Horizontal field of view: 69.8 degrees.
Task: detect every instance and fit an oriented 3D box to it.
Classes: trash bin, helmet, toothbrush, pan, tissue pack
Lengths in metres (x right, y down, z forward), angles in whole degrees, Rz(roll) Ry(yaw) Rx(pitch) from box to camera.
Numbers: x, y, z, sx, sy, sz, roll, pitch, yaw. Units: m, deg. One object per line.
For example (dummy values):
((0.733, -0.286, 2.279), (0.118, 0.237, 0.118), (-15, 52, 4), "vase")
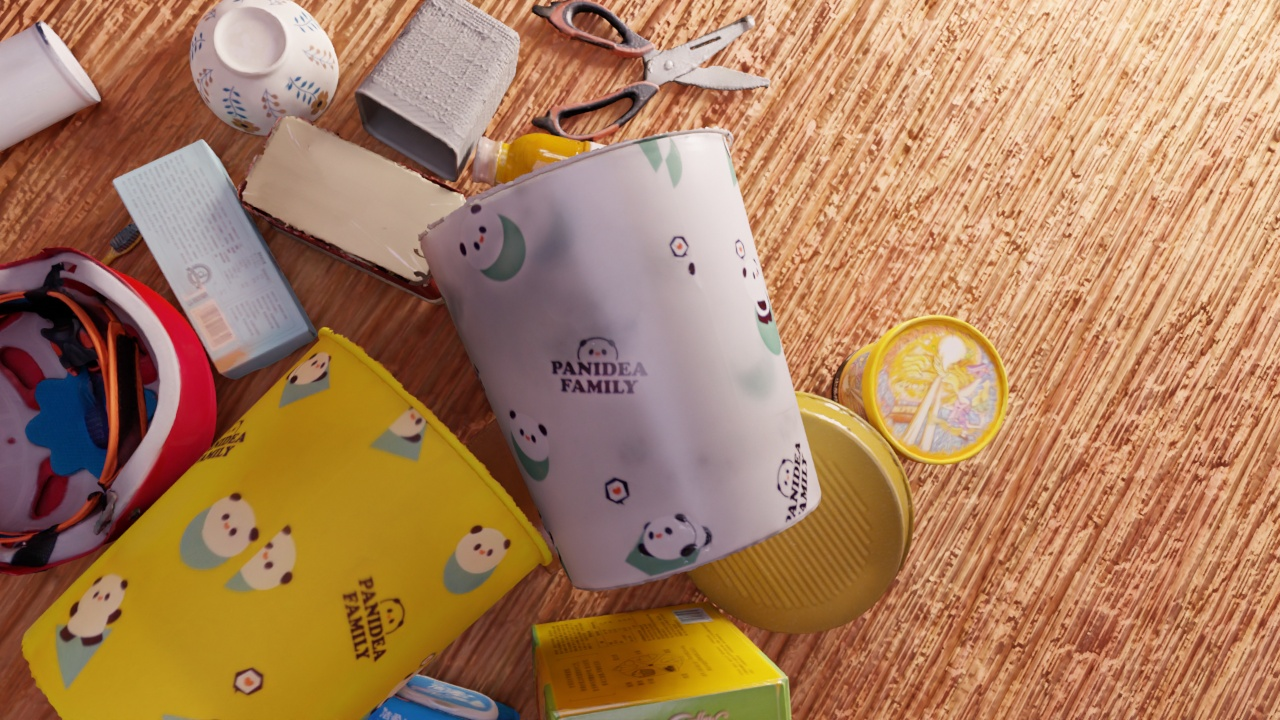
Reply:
((-0.229, 0.145, 0.613), (0.229, 0.230, 0.254), (47, 72, -4), "trash bin")
((-0.004, 0.004, 0.631), (0.229, 0.230, 0.252), (-20, 91, -11), "trash bin")
((-0.414, 0.041, 0.655), (0.240, 0.144, 0.207), (-18, 85, 4), "helmet")
((-0.457, -0.038, 0.712), (0.016, 0.018, 0.191), (42, 80, -3), "toothbrush")
((0.077, 0.055, 0.753), (0.198, 0.078, 0.357), (-35, 87, 24), "pan")
((-0.160, 0.278, 0.702), (0.157, 0.095, 0.052), (19, 81, -6), "tissue pack")

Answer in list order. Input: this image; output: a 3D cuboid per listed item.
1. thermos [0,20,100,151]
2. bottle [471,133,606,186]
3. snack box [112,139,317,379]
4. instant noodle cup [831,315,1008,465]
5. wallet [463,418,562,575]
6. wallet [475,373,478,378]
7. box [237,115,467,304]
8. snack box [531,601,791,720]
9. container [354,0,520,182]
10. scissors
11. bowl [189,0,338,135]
((-0.528, -0.168, 0.685), (0.224, 0.073, 0.073), (-33, 92, -10), "thermos")
((-0.044, -0.147, 0.765), (0.189, 0.068, 0.068), (11, 84, -9), "bottle")
((-0.330, -0.078, 0.720), (0.074, 0.052, 0.175), (-29, 92, -12), "snack box")
((0.226, 0.028, 0.774), (0.118, 0.114, 0.118), (1, 85, -9), "instant noodle cup")
((-0.075, 0.094, 0.756), (0.108, 0.031, 0.132), (-40, 94, -1), "wallet")
((-0.087, -0.039, 0.767), (0.133, 0.040, 0.106), (-23, 94, -11), "wallet")
((-0.215, -0.120, 0.712), (0.168, 0.080, 0.091), (25, 82, 5), "box")
((0.004, 0.243, 0.672), (0.157, 0.210, 0.070), (-5, 90, -10), "snack box")
((-0.159, -0.224, 0.743), (0.090, 0.090, 0.114), (31, 78, -7), "container")
((0.001, -0.257, 0.808), (0.226, 0.015, 0.189), (27, 82, -6), "scissors")
((-0.304, -0.243, 0.732), (0.113, 0.062, 0.113), (1, 87, -11), "bowl")
